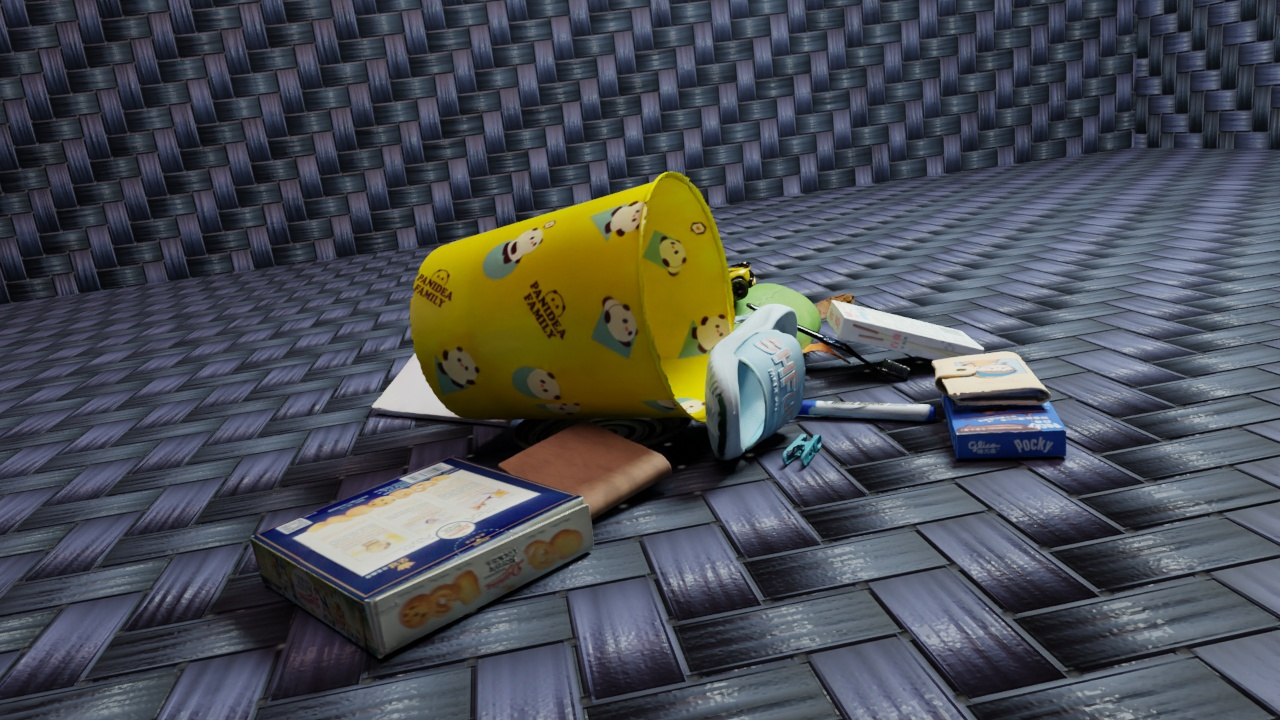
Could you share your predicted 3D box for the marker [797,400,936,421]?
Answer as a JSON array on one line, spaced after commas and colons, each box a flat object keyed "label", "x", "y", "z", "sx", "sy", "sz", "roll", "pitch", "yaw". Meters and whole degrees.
[{"label": "marker", "x": 0.207, "y": 0.047, "z": 0.878, "sx": 0.146, "sy": 0.017, "sz": 0.016, "roll": 1, "pitch": 17, "yaw": 28}]

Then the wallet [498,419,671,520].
[{"label": "wallet", "x": -0.048, "y": 0.091, "z": 0.773, "sx": 0.101, "sy": 0.020, "sz": 0.115, "roll": -25, "pitch": 32, "yaw": -33}]

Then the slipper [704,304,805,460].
[{"label": "slipper", "x": 0.120, "y": 0.016, "z": 0.857, "sx": 0.074, "sy": 0.104, "sz": 0.244, "roll": 7, "pitch": 25, "yaw": 21}]

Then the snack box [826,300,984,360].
[{"label": "snack box", "x": 0.290, "y": -0.029, "z": 1.015, "sx": 0.157, "sy": 0.027, "sz": 0.084, "roll": 13, "pitch": 16, "yaw": -1}]

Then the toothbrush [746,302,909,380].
[{"label": "toothbrush", "x": 0.201, "y": -0.024, "z": 0.986, "sx": 0.189, "sy": 0.016, "sz": 0.014, "roll": 25, "pitch": 22, "yaw": 8}]

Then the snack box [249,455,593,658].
[{"label": "snack box", "x": -0.161, "y": 0.132, "z": 0.674, "sx": 0.177, "sy": 0.046, "sz": 0.183, "roll": -20, "pitch": 19, "yaw": -40}]

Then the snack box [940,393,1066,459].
[{"label": "snack box", "x": 0.315, "y": 0.047, "z": 0.809, "sx": 0.085, "sy": 0.026, "sz": 0.156, "roll": -3, "pitch": 15, "yaw": 15}]

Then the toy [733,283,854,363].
[{"label": "toy", "x": 0.147, "y": -0.039, "z": 1.094, "sx": 0.227, "sy": 0.090, "sz": 0.246, "roll": 15, "pitch": 28, "yaw": 28}]

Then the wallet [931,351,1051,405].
[{"label": "wallet", "x": 0.309, "y": 0.017, "z": 0.827, "sx": 0.087, "sy": 0.024, "sz": 0.115, "roll": 0, "pitch": 17, "yaw": 10}]

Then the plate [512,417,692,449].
[{"label": "plate", "x": -0.036, "y": 0.069, "z": 0.900, "sx": 0.179, "sy": 0.024, "sz": 0.179, "roll": -6, "pitch": 13, "yaw": 1}]

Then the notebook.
[{"label": "notebook", "x": -0.201, "y": 0.010, "z": 1.077, "sx": 0.209, "sy": 0.012, "sz": 0.150, "roll": 3, "pitch": 48, "yaw": 33}]

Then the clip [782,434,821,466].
[{"label": "clip", "x": 0.141, "y": 0.078, "z": 0.801, "sx": 0.043, "sy": 0.014, "sz": 0.056, "roll": 1, "pitch": 16, "yaw": 27}]

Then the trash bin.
[{"label": "trash bin", "x": -0.064, "y": -0.044, "z": 0.887, "sx": 0.256, "sy": 0.230, "sz": 0.229, "roll": -7, "pitch": 14, "yaw": 24}]

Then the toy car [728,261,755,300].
[{"label": "toy car", "x": 0.058, "y": -0.072, "z": 1.038, "sx": 0.155, "sy": 0.041, "sz": 0.071, "roll": -23, "pitch": 10, "yaw": -10}]

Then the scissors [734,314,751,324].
[{"label": "scissors", "x": 0.097, "y": -0.043, "z": 0.999, "sx": 0.134, "sy": 0.017, "sz": 0.057, "roll": -4, "pitch": 26, "yaw": 34}]
